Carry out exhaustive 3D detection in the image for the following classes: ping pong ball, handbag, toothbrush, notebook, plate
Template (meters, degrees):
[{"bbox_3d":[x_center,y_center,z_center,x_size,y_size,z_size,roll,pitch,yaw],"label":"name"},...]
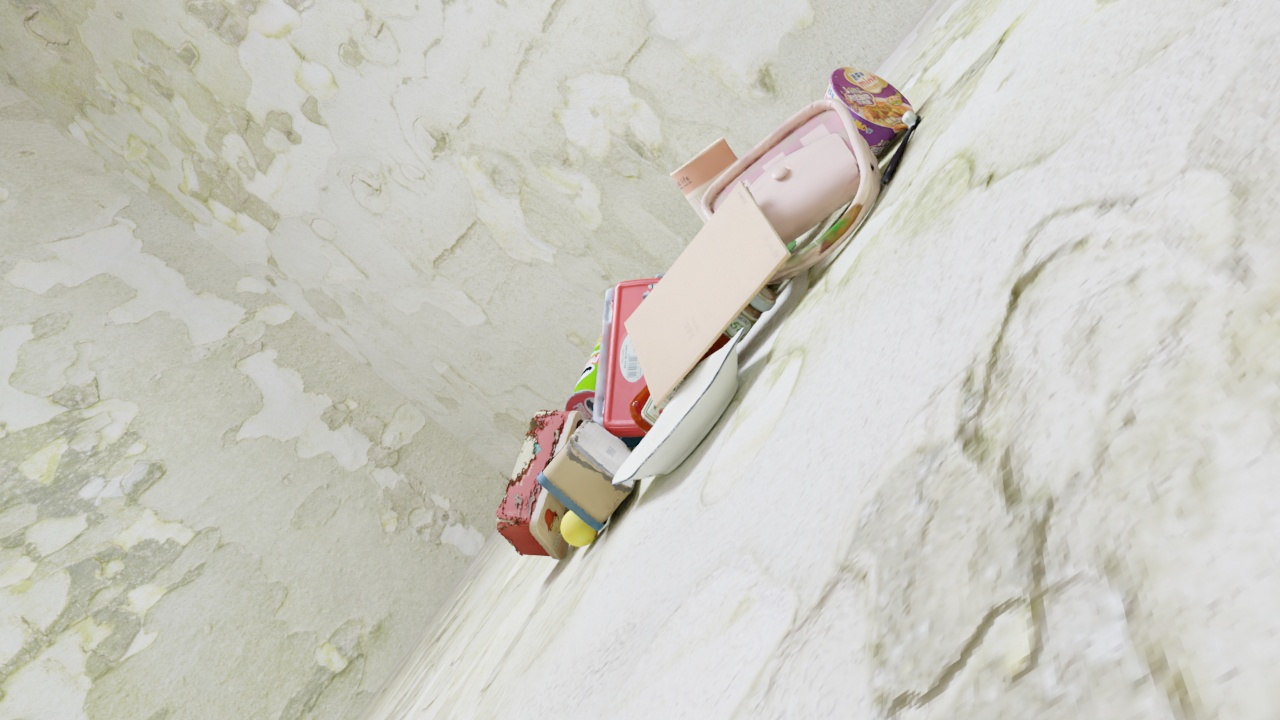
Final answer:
[{"bbox_3d":[-0.063,0.174,0.959,0.040,0.040,0.040,-51,2,3],"label":"ping pong ball"},{"bbox_3d":[0.170,-0.162,0.968,0.194,0.093,0.233,-37,27,17],"label":"handbag"},{"bbox_3d":[0.274,-0.226,0.970,0.016,0.018,0.180,-45,8,42],"label":"toothbrush"},{"bbox_3d":[0.064,-0.071,0.961,0.212,0.012,0.149,-50,33,23],"label":"notebook"},{"bbox_3d":[0.044,0.052,0.855,0.163,0.034,0.165,-52,2,-23],"label":"plate"}]

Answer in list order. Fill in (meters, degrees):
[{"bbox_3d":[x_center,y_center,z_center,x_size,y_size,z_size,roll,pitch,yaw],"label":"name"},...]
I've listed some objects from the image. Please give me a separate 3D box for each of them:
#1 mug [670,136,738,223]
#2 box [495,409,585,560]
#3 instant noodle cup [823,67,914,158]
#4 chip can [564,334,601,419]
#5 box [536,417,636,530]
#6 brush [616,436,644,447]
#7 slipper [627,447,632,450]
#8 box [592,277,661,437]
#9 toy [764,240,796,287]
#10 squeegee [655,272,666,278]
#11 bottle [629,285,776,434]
[{"bbox_3d":[0.102,-0.221,1.183,0.082,0.106,0.114,-34,9,11],"label":"mug"},{"bbox_3d":[-0.116,0.145,1.099,0.091,0.076,0.168,62,-144,-46],"label":"box"},{"bbox_3d":[0.256,-0.281,1.110,0.111,0.111,0.099,-54,-4,-46],"label":"instant noodle cup"},{"bbox_3d":[-0.043,0.011,1.311,0.072,0.072,0.235,-50,10,32],"label":"chip can"},{"bbox_3d":[-0.050,0.118,0.976,0.061,0.090,0.184,-50,-2,8],"label":"box"},{"bbox_3d":[0.017,0.051,1.175,0.143,0.055,0.073,-53,27,-5],"label":"brush"},{"bbox_3d":[-0.054,0.130,1.272,0.114,0.054,0.274,-51,3,14],"label":"slipper"},{"bbox_3d":[-0.011,0.007,1.134,0.098,0.119,0.201,49,-139,-61],"label":"box"},{"bbox_3d":[0.123,-0.111,1.168,0.228,0.090,0.246,-47,6,30],"label":"toy"},{"bbox_3d":[0.131,-0.138,1.326,0.249,0.040,0.248,-18,-14,-28],"label":"squeegee"},{"bbox_3d":[0.066,-0.001,0.973,0.207,0.060,0.059,-49,3,28],"label":"bottle"}]
